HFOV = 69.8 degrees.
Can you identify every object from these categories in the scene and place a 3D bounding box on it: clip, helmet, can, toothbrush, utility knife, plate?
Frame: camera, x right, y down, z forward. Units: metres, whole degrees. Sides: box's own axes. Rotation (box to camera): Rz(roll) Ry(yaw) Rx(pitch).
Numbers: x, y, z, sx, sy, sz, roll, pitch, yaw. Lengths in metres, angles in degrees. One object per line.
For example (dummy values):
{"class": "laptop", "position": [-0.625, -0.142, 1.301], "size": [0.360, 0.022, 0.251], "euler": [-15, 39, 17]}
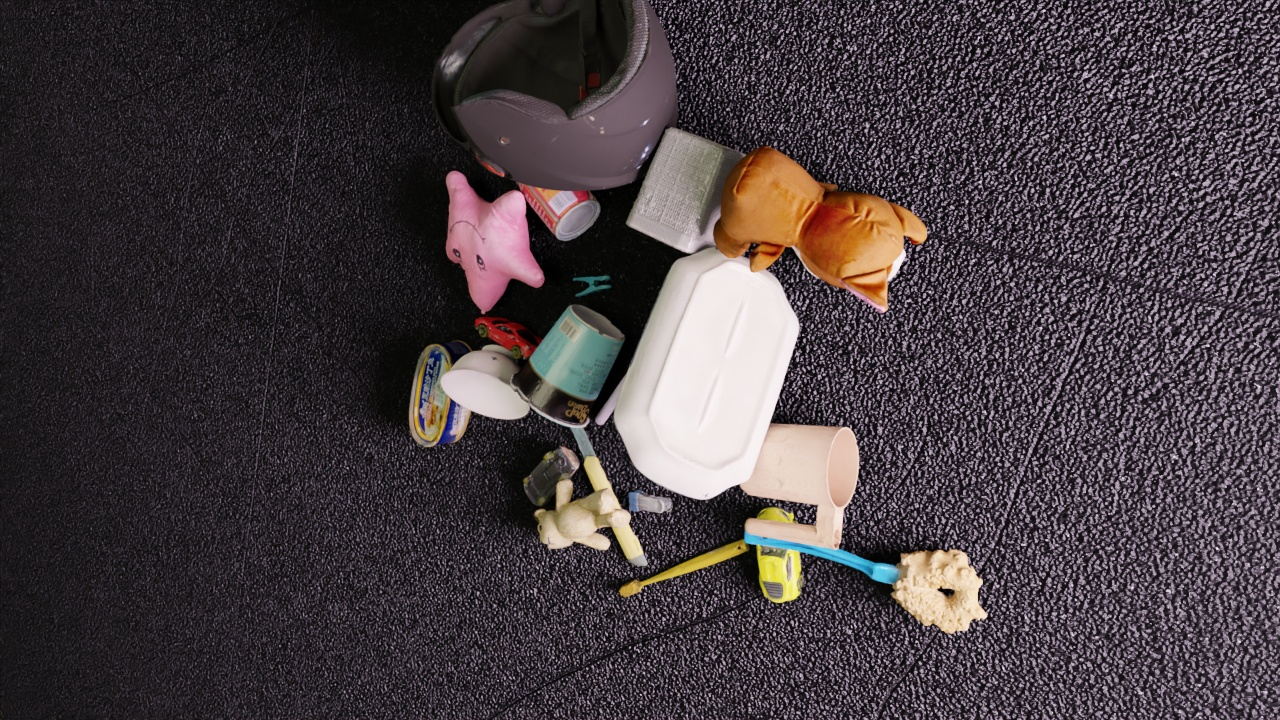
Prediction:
{"class": "clip", "position": [0.012, 0.171, 1.106], "size": [0.057, 0.033, 0.025], "euler": [2, 94, 40]}
{"class": "helmet", "position": [-0.090, -0.298, 0.995], "size": [0.275, 0.230, 0.233], "euler": [10, 70, 37]}
{"class": "clip", "position": [-0.059, -0.093, 1.123], "size": [0.056, 0.014, 0.040], "euler": [-8, 91, 33]}
{"class": "can", "position": [-0.101, -0.200, 1.107], "size": [0.094, 0.066, 0.067], "euler": [51, 119, 18]}
{"class": "toothbrush", "position": [0.048, 0.248, 1.089], "size": [0.191, 0.016, 0.015], "euler": [-29, 80, 32]}
{"class": "toothbrush", "position": [-0.007, 0.006, 1.097], "size": [0.021, 0.029, 0.190], "euler": [27, 116, -12]}
{"class": "utility knife", "position": [-0.045, 0.162, 1.139], "size": [0.031, 0.021, 0.207], "euler": [-30, 86, 34]}
{"class": "plate", "position": [0.077, 0.006, 0.926], "size": [0.265, 0.162, 0.034], "euler": [-67, 14, -19]}
{"class": "can", "position": [-0.271, 0.046, 1.255], "size": [0.075, 0.049, 0.148], "euler": [22, 107, 30]}

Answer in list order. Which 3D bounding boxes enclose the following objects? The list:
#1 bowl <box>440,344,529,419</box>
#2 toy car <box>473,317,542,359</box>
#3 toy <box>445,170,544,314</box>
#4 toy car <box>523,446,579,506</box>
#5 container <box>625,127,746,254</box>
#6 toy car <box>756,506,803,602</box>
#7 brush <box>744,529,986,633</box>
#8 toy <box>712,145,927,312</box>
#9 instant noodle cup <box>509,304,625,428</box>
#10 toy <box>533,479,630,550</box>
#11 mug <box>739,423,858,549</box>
{"class": "bowl", "position": [-0.191, 0.019, 1.183], "size": [0.118, 0.118, 0.064], "euler": [-6, 53, 33]}
{"class": "toy car", "position": [-0.167, -0.033, 1.179], "size": [0.106, 0.049, 0.031], "euler": [29, 109, 27]}
{"class": "toy", "position": [-0.189, -0.139, 1.164], "size": [0.195, 0.074, 0.179], "euler": [26, 122, 38]}
{"class": "toy car", "position": [-0.114, 0.149, 1.173], "size": [0.091, 0.035, 0.042], "euler": [-47, 69, 28]}
{"class": "container", "position": [0.056, -0.183, 0.995], "size": [0.090, 0.090, 0.114], "euler": [29, 107, 27]}
{"class": "toy car", "position": [0.149, 0.214, 1.012], "size": [0.048, 0.032, 0.105], "euler": [-4, 92, 34]}
{"class": "brush", "position": [0.226, 0.209, 0.944], "size": [0.255, 0.045, 0.083], "euler": [13, 109, 28]}
{"class": "toy", "position": [0.173, -0.127, 0.910], "size": [0.200, 0.130, 0.140], "euler": [22, 69, 18]}
{"class": "instant noodle cup", "position": [-0.080, 0.002, 1.102], "size": [0.111, 0.111, 0.120], "euler": [39, 106, 24]}
{"class": "toy", "position": [-0.072, 0.196, 1.125], "size": [0.105, 0.066, 0.158], "euler": [51, 138, -10]}
{"class": "mug", "position": [0.162, 0.127, 0.958], "size": [0.104, 0.084, 0.124], "euler": [3, 83, 35]}
